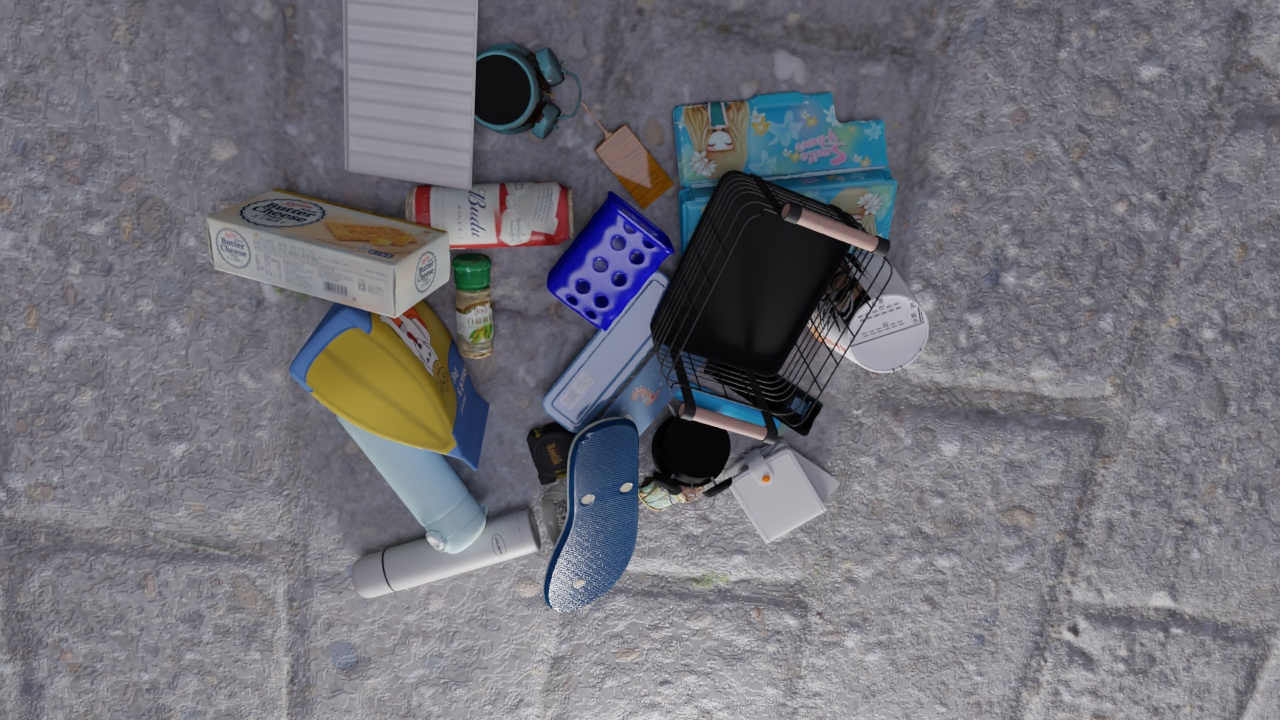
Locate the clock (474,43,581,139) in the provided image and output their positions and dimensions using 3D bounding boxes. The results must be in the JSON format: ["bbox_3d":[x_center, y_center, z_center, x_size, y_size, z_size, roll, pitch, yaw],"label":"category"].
[{"bbox_3d":[-0.121,-0.269,0.918,0.124,0.053,0.090,6,109,5],"label":"clock"}]

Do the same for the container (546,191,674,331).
[{"bbox_3d":[-0.034,-0.105,0.974,0.085,0.084,0.114,37,104,-15],"label":"container"}]

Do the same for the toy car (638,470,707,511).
[{"bbox_3d":[0.050,0.145,1.092,0.112,0.047,0.047,-37,112,9],"label":"toy car"}]

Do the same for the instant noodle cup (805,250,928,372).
[{"bbox_3d":[0.249,-0.048,0.998,0.123,0.121,0.124,-2,110,-4],"label":"instant noodle cup"}]

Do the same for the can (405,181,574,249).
[{"bbox_3d":[-0.155,-0.151,0.955,0.170,0.067,0.067,-2,110,-4],"label":"can"}]

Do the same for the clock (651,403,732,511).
[{"bbox_3d":[0.060,0.112,1.047,0.091,0.043,0.120,6,73,-10],"label":"clock"}]

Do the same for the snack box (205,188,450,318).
[{"bbox_3d":[-0.303,-0.109,0.900,0.208,0.104,0.058,15,120,13],"label":"snack box"}]

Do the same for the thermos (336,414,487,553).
[{"bbox_3d":[-0.254,0.124,1.036,0.065,0.077,0.207,-25,105,40],"label":"thermos"}]

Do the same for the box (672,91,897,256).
[{"bbox_3d":[0.152,-0.188,0.971,0.227,0.071,0.182,-6,112,-2],"label":"box"}]

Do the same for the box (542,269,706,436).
[{"bbox_3d":[-0.005,0.008,1.033,0.127,0.034,0.209,38,98,-18],"label":"box"}]

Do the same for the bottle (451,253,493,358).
[{"bbox_3d":[-0.182,-0.059,1.000,0.043,0.043,0.111,-1,111,-5],"label":"bottle"}]

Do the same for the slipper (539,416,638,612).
[{"bbox_3d":[-0.059,0.176,1.080,0.118,0.060,0.296,-7,126,-23],"label":"slipper"}]

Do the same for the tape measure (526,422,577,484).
[{"bbox_3d":[-0.095,0.103,1.072,0.063,0.038,0.067,-15,108,10],"label":"tape measure"}]

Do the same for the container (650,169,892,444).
[{"bbox_3d":[0.126,-0.056,0.929,0.162,0.130,0.242,17,117,-17],"label":"container"}]

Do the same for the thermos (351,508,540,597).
[{"bbox_3d":[-0.233,0.232,1.099,0.224,0.052,0.052,-16,111,1],"label":"thermos"}]

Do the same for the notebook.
[{"bbox_3d":[-0.229,-0.283,0.905,0.143,0.009,0.210,11,110,14],"label":"notebook"}]

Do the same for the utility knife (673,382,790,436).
[{"bbox_3d":[0.097,0.052,1.080,0.174,0.015,0.031,23,104,-11],"label":"utility knife"}]

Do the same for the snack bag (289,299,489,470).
[{"bbox_3d":[-0.242,0.016,0.962,0.102,0.158,0.205,-43,109,13],"label":"snack bag"}]

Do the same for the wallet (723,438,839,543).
[{"bbox_3d":[0.176,0.151,1.111,0.115,0.037,0.118,-31,113,7],"label":"wallet"}]

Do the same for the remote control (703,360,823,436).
[{"bbox_3d":[0.146,0.032,1.065,0.150,0.022,0.047,32,82,-14],"label":"remote control"}]

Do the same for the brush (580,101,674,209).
[{"bbox_3d":[-0.020,-0.221,0.966,0.048,0.017,0.126,-39,109,9],"label":"brush"}]
